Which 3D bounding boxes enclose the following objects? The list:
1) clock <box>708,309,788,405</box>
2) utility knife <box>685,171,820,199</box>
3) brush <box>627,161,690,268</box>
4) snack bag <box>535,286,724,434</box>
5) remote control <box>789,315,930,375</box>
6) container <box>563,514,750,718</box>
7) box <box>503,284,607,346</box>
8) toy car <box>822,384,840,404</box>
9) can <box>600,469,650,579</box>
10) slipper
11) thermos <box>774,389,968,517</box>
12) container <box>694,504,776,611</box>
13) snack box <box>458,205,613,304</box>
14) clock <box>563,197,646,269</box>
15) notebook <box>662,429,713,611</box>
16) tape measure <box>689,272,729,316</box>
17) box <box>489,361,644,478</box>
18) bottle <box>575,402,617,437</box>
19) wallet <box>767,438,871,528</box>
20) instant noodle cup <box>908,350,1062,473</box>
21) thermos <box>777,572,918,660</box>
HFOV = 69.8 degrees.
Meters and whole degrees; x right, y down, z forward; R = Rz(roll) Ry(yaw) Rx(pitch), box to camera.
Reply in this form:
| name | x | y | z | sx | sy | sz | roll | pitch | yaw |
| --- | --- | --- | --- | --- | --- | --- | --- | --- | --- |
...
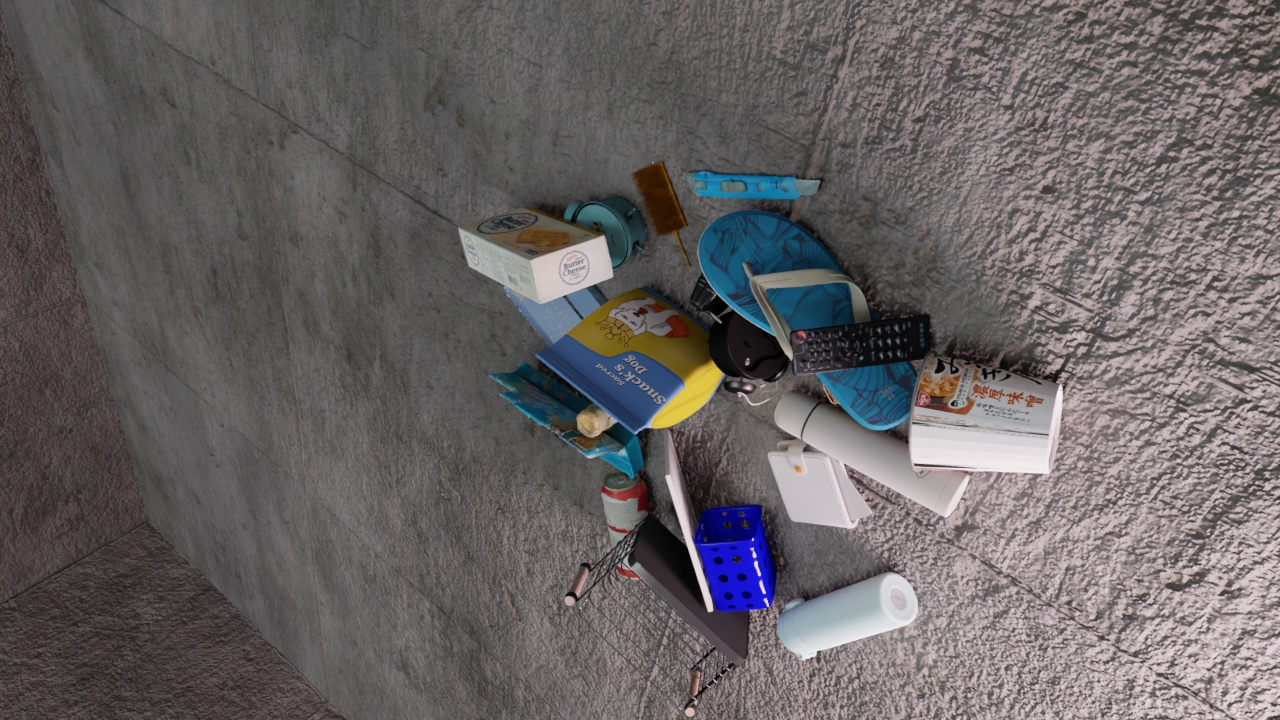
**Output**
| name | x | y | z | sx | sy | sz | roll | pitch | yaw |
| --- | --- | --- | --- | --- | --- | --- | --- | --- | --- |
| clock | 0.126 | -0.008 | 1.063 | 0.043 | 0.091 | 0.121 | -10 | 102 | 57 |
| utility knife | 0.120 | -0.192 | 1.006 | 0.175 | 0.015 | 0.031 | 9 | 126 | 38 |
| brush | 0.030 | -0.172 | 1.100 | 0.048 | 0.017 | 0.126 | -9 | 110 | 46 |
| snack bag | -0.007 | 0.006 | 1.104 | 0.159 | 0.204 | 0.102 | 37 | 125 | 19 |
| remote control | 0.224 | -0.016 | 0.939 | 0.022 | 0.150 | 0.047 | -158 | 62 | -77 |
| container | 0.031 | 0.351 | 1.279 | 0.241 | 0.162 | 0.130 | 43 | 105 | -3 |
| box | -0.095 | -0.064 | 1.279 | 0.209 | 0.034 | 0.128 | 51 | 128 | 5 |
| toy car | 0.228 | 0.021 | 1.018 | 0.047 | 0.047 | 0.112 | -19 | 102 | 51 |
| can | -0.016 | 0.248 | 1.381 | 0.067 | 0.067 | 0.170 | 12 | 123 | 38 |
| slipper | 0.186 | -0.049 | 0.965 | 0.295 | 0.118 | 0.060 | 47 | 178 | 1 |
| thermos | 0.255 | 0.100 | 1.041 | 0.224 | 0.052 | 0.052 | 28 | 132 | 27 |
| container | 0.130 | 0.266 | 1.232 | 0.085 | 0.084 | 0.114 | -8 | 113 | 19 |
| snack box | -0.134 | -0.136 | 1.140 | 0.208 | 0.104 | 0.057 | 29 | 135 | 51 |
| clock | -0.050 | -0.161 | 1.155 | 0.124 | 0.053 | 0.090 | 6 | 119 | 41 |
| notebook | 0.064 | 0.214 | 1.249 | 0.009 | 0.142 | 0.210 | -15 | 109 | 6 |
| tape measure | 0.090 | -0.082 | 1.067 | 0.038 | 0.062 | 0.067 | 33 | 97 | 23 |
| box | -0.107 | 0.076 | 1.316 | 0.227 | 0.071 | 0.182 | 31 | 176 | 26 |
| bottle | -0.040 | 0.066 | 1.249 | 0.043 | 0.110 | 0.043 | 18 | 121 | 31 |
| wallet | 0.223 | 0.151 | 1.118 | 0.115 | 0.037 | 0.118 | -1 | 118 | 43 |
| instant noodle cup | 0.339 | 0.058 | 0.896 | 0.122 | 0.123 | 0.124 | 7 | 121 | 30 |
| thermos | 0.258 | 0.329 | 1.180 | 0.207 | 0.065 | 0.078 | -40 | 63 | 49 |
